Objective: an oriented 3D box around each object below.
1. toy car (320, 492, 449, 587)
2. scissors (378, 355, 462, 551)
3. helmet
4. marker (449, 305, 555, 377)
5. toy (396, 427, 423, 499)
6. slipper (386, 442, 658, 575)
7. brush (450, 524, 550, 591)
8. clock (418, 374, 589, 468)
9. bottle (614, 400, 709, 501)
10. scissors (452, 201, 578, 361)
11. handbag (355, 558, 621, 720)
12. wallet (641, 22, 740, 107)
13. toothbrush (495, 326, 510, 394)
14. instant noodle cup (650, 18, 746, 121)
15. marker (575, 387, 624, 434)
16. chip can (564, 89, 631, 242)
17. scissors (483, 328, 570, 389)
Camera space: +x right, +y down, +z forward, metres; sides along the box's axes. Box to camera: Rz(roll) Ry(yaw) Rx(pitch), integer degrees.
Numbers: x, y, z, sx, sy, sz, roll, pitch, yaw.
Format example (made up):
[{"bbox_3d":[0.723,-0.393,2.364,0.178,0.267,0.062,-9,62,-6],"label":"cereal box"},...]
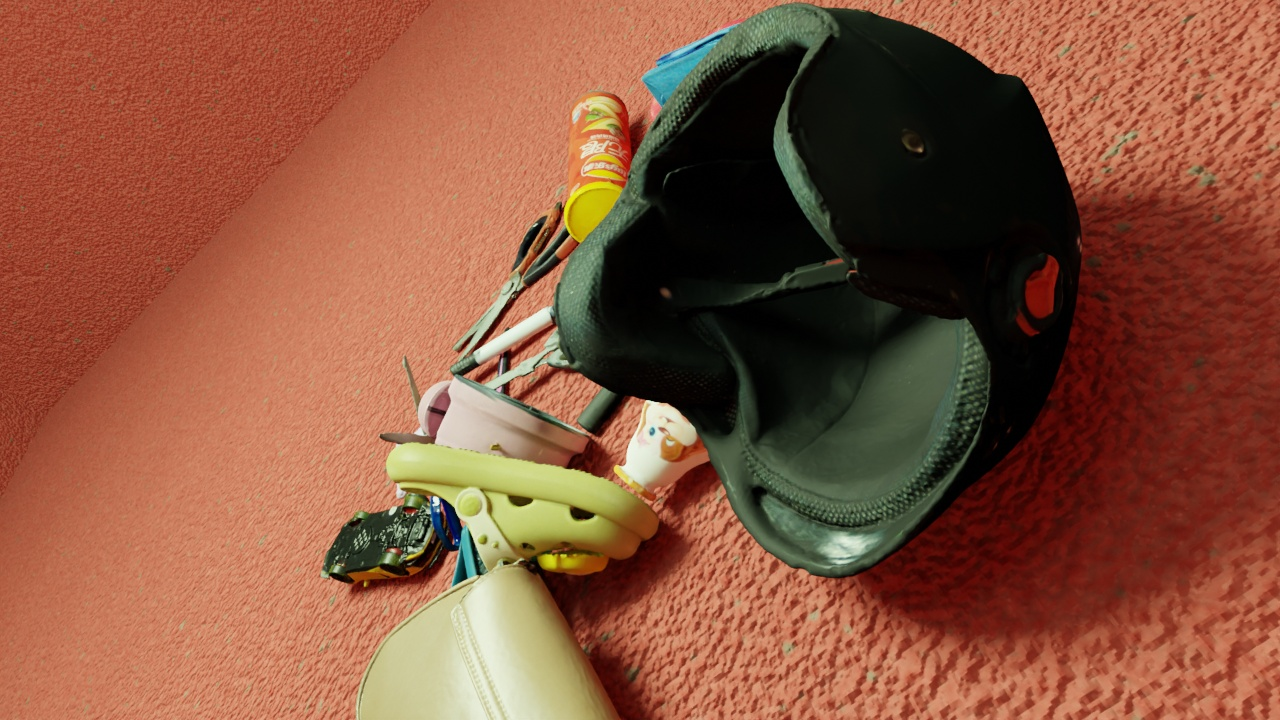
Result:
[{"bbox_3d":[-0.234,0.167,0.836,0.156,0.041,0.071,-18,43,38],"label":"toy car"},{"bbox_3d":[-0.172,0.075,0.784,0.012,0.173,0.162,-12,9,17],"label":"scissors"},{"bbox_3d":[0.103,-0.040,0.469,0.234,0.229,0.274,-24,80,59],"label":"helmet"},{"bbox_3d":[-0.136,-0.019,0.920,0.131,0.018,0.022,-30,22,16],"label":"marker"},{"bbox_3d":[-0.197,0.076,0.889,0.108,0.039,0.083,-43,35,12],"label":"toy"},{"bbox_3d":[-0.084,0.107,0.620,0.190,0.092,0.081,13,79,7],"label":"slipper"},{"bbox_3d":[-0.106,0.167,0.667,0.073,0.055,0.143,-44,32,7],"label":"brush"},{"bbox_3d":[-0.115,0.057,0.740,0.159,0.117,0.060,21,85,55],"label":"clock"},{"bbox_3d":[0.029,0.044,0.623,0.108,0.063,0.063,-50,32,-1],"label":"bottle"},{"bbox_3d":[-0.133,-0.095,1.014,0.196,0.015,0.215,-23,41,35],"label":"scissors"},{"bbox_3d":[-0.076,0.223,0.522,0.148,0.099,0.204,-48,46,8],"label":"handbag"},{"bbox_3d":[0.074,-0.202,0.757,0.107,0.133,0.040,-7,42,46],"label":"wallet"},{"bbox_3d":[-0.135,0.025,0.896,0.014,0.018,0.188,-34,31,21],"label":"toothbrush"},{"bbox_3d":[0.077,-0.256,0.877,0.194,0.066,0.193,-33,35,27],"label":"instant noodle cup"},{"bbox_3d":[-0.004,0.004,0.746,0.132,0.020,0.022,-51,17,-4],"label":"marker"},{"bbox_3d":[-0.042,-0.207,0.966,0.073,0.073,0.216,-33,34,24],"label":"chip can"},{"bbox_3d":[-0.104,0.011,0.838,0.174,0.014,0.137,-47,38,-15],"label":"scissors"}]
